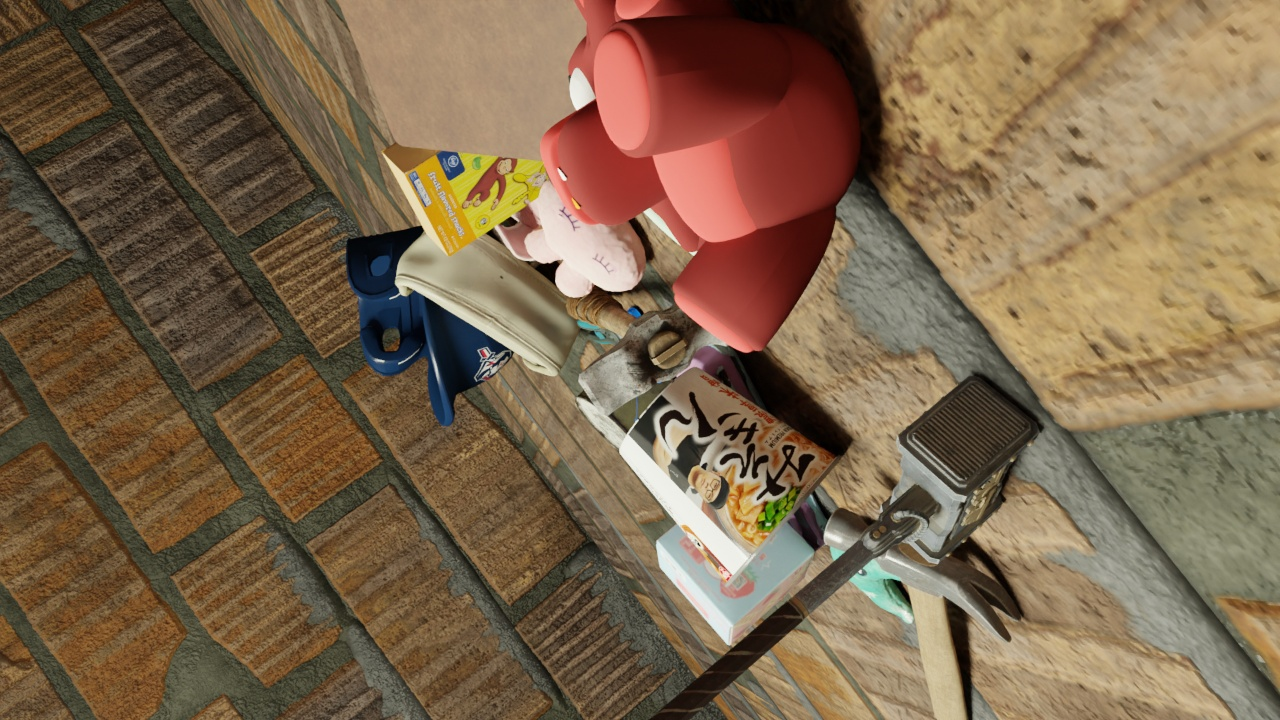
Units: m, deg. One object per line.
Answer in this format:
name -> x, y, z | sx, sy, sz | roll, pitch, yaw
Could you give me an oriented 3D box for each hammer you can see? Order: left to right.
hammer -> -0.020, -0.033, 0.770 | 0.049, 0.121, 0.319 | 57, 174, -16
hammer -> 0.055, 0.136, 0.438 | 0.044, 0.321, 0.098 | 46, 165, 29
hammer -> 0.219, 0.219, 0.682 | 0.119, 0.030, 0.331 | 21, 151, 35

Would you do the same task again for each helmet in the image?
helmet -> -0.259, -0.048, 1.203 | 0.233, 0.223, 0.272 | 111, 152, -62

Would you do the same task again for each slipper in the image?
slipper -> -0.110, -0.140, 0.853 | 0.239, 0.064, 0.094 | 33, 156, 51

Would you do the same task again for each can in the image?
can -> -0.008, 0.043, 0.919 | 0.090, 0.074, 0.090 | 40, 163, 14

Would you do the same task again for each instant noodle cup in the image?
instant noodle cup -> 0.058, 0.076, 0.664 | 0.122, 0.123, 0.124 | 41, 164, 12

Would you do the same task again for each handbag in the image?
handbag -> -0.159, -0.080, 1.032 | 0.229, 0.131, 0.184 | 34, 164, -27

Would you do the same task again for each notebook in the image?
notebook -> -0.109, -0.210, 0.580 | 0.226, 0.024, 0.167 | 15, 135, 36

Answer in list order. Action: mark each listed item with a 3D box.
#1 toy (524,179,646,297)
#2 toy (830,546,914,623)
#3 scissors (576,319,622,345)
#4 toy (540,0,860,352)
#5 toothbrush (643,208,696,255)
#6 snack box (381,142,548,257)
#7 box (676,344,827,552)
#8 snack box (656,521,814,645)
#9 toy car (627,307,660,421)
toy -> -0.049, -0.094, 0.739 | 0.108, 0.053, 0.105 | 46, 144, -9
toy -> 0.182, 0.160, 0.697 | 0.085, 0.033, 0.105 | 36, 160, 20
scissors -> -0.039, -0.035, 0.958 | 0.138, 0.019, 0.136 | 40, 168, 20
toy -> 0.013, -0.110, 0.434 | 0.197, 0.120, 0.158 | 49, 171, 52
toothbrush -> -0.004, -0.120, 0.656 | 0.155, 0.015, 0.022 | 46, -158, 31
snack box -> -0.126, -0.157, 0.731 | 0.040, 0.125, 0.088 | 43, 163, 36
box -> 0.093, 0.070, 0.763 | 0.214, 0.033, 0.076 | 59, 163, -22
snack box -> 0.079, 0.168, 0.773 | 0.093, 0.094, 0.080 | 45, 164, 24
toy car -> -0.005, 0.005, 0.860 | 0.092, 0.061, 0.033 | 56, 166, -8
